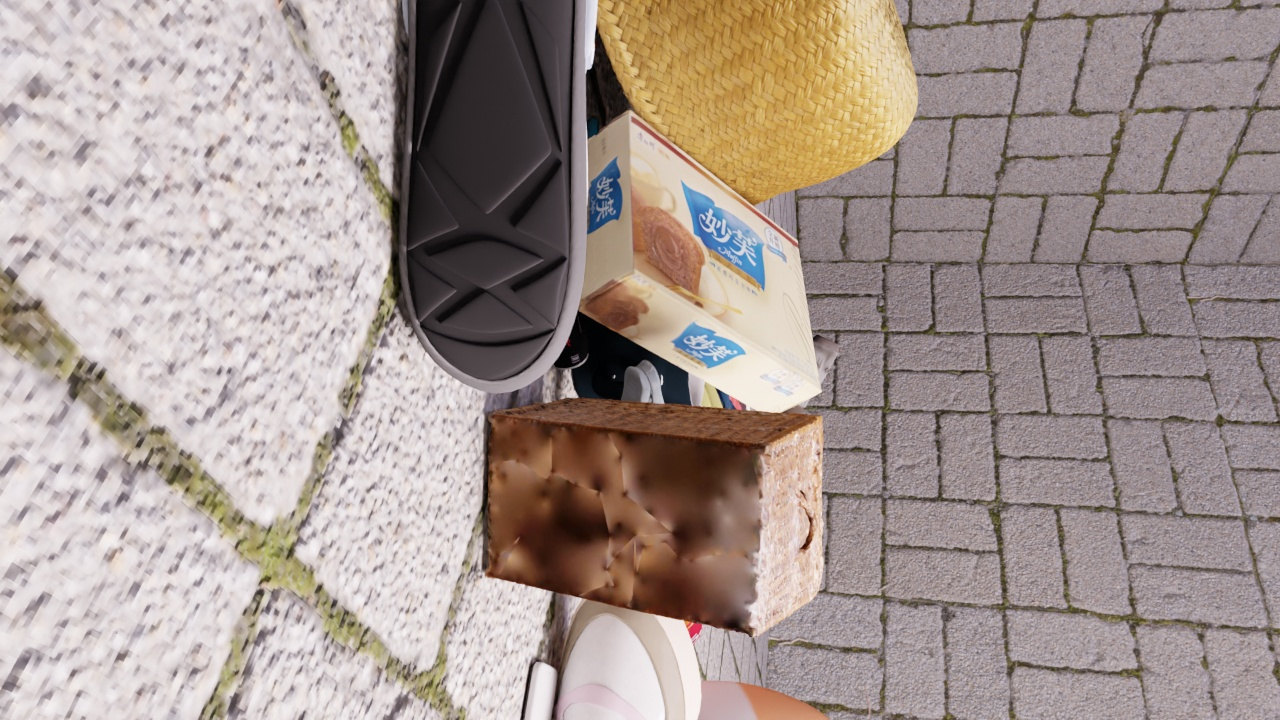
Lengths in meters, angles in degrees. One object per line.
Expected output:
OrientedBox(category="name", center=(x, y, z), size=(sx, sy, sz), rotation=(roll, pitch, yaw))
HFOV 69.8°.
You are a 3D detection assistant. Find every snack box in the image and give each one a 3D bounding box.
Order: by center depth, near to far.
OrientedBox(category="snack box", center=(0.045, -0.067, 0.678), size=(0.207, 0.055, 0.153), rotation=(29, 46, -38))

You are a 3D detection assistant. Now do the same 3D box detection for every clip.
OrientedBox(category="clip", center=(0.020, 0.077, 0.701), size=(0.164, 0.031, 0.169), rotation=(5, 119, -41))

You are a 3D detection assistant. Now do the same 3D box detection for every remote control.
OrientedBox(category="remote control", center=(-0.077, 0.285, 0.630), size=(0.045, 0.008, 0.146), rotation=(66, 29, -62))

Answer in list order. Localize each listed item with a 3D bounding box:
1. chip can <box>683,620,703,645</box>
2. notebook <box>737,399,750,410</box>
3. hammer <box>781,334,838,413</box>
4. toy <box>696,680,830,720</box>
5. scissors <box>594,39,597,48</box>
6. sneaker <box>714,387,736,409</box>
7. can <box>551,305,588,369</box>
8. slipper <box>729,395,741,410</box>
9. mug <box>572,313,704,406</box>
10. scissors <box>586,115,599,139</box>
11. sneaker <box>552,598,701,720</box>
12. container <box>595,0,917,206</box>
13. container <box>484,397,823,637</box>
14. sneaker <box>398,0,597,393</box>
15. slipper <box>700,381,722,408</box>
OrientedBox(category="chip can", center=(0.017, 0.213, 0.897), size=(0.221, 0.069, 0.069), rotation=(76, 20, -50))
OrientedBox(category="notebook", center=(0.083, -0.074, 1.066), size=(0.253, 0.009, 0.181), rotation=(-108, -174, -47))
OrientedBox(category="hammer", center=(0.165, 0.119, 1.171), size=(0.325, 0.101, 0.190), rotation=(-64, 168, 6))
OrientedBox(category="toy", center=(0.095, 0.423, 0.810), size=(0.265, 0.280, 0.263), rotation=(-122, -150, -77))
OrientedBox(category="scissors", center=(-0.052, -0.236, 0.671), size=(0.130, 0.011, 0.125), rotation=(-62, 150, -58))
OrientedBox(category="sneaker", center=(0.077, 0.068, 0.958), size=(0.120, 0.127, 0.294), rotation=(-3, 90, -57))
OrientedBox(category="can", center=(-0.056, -0.034, 0.629), size=(0.031, 0.031, 0.081), rotation=(-73, 160, -49))
OrientedBox(category="slipper", center=(0.066, 0.049, 1.117), size=(0.248, 0.059, 0.103), rotation=(10, 81, -61))
OrientedBox(category="mug", center=(-0.004, 0.004, 0.720), size=(0.121, 0.094, 0.085), rotation=(-56, 145, -66))
OrientedBox(category="scissors", center=(-0.046, -0.120, 0.695), size=(0.119, 0.019, 0.151), rotation=(9, 87, -80))
OrientedBox(category="sneaker", center=(-0.034, 0.303, 0.646), size=(0.116, 0.112, 0.293), rotation=(9, 84, -63))
OrientedBox(category="container", center=(0.102, -0.282, 0.758), size=(0.307, 0.197, 0.306), rotation=(47, 34, -46))
OrientedBox(category="container", center=(0.008, 0.087, 0.563), size=(0.112, 0.199, 0.114), rotation=(-4, 96, -65))
OrientedBox(category="sneaker", center=(-0.063, -0.116, 0.497), size=(0.160, 0.093, 0.257), rotation=(-45, 137, -83))
OrientedBox(category="slipper", center=(0.035, 0.072, 0.850), size=(0.081, 0.092, 0.190), rotation=(33, 25, -49))
